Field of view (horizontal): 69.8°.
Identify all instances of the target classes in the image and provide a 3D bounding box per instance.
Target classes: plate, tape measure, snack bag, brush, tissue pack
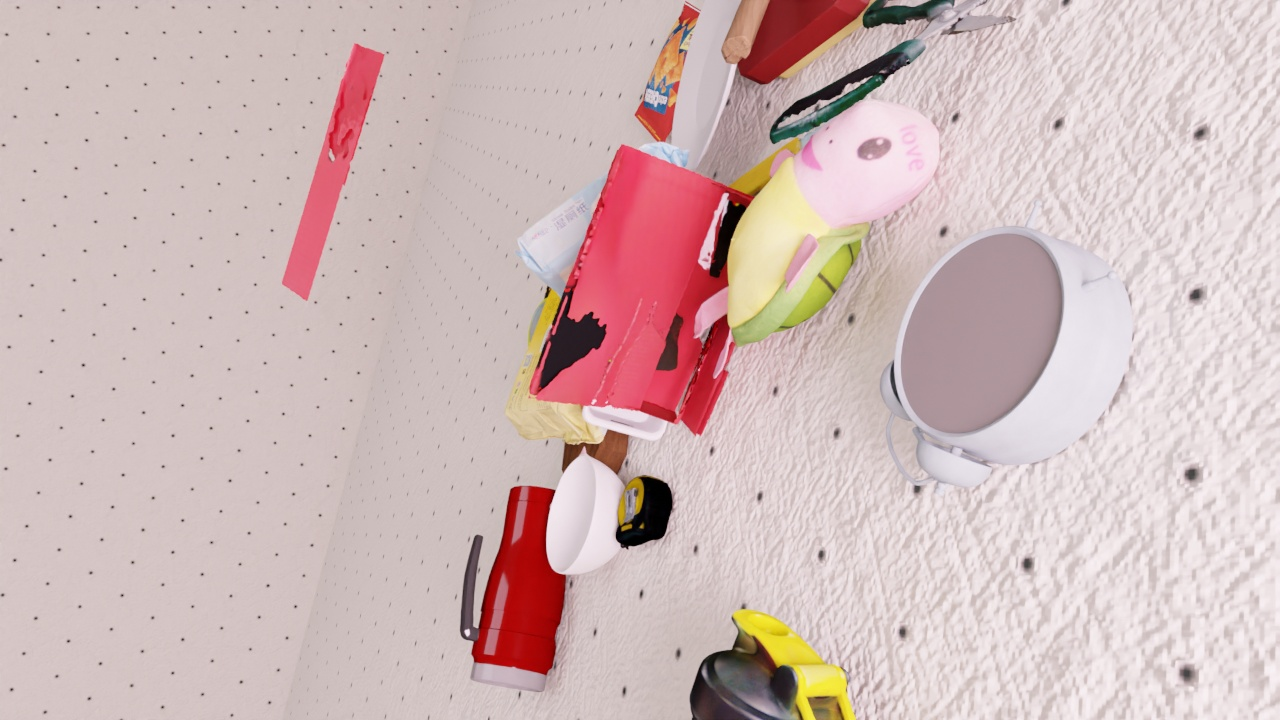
[{"bbox_3d":[0.069,-0.279,0.897,0.209,0.015,0.208,-171,91,-78],"label":"plate"},{"bbox_3d":[-0.052,0.090,0.983,0.132,0.025,0.131,-47,34,46],"label":"plate"},{"bbox_3d":[0.002,0.133,0.823,0.062,0.034,0.061,-35,41,54],"label":"tape measure"},{"bbox_3d":[0.041,-0.327,1.045,0.144,0.039,0.130,-63,26,22],"label":"snack bag"},{"bbox_3d":[0.148,-0.299,0.784,0.174,0.041,0.082,-19,57,62],"label":"brush"},{"bbox_3d":[-0.062,-0.027,0.984,0.160,0.068,0.247,-9,57,60],"label":"snack bag"},{"bbox_3d":[-0.020,-0.126,0.874,0.182,0.112,0.070,-36,61,3],"label":"tissue pack"}]

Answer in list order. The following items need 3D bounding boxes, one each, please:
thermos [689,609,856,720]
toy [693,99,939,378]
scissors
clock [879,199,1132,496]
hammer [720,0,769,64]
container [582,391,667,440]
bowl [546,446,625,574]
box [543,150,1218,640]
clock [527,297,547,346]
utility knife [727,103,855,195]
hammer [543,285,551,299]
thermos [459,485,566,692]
[{"bbox_3d":[0.058,0.268,0.539,0.098,0.098,0.221,33,108,66],"label":"thermos"},{"bbox_3d":[0.113,-0.086,0.660,0.239,0.087,0.189,-53,14,30],"label":"toy"},{"bbox_3d":[0.176,-0.224,0.628,0.202,0.015,0.203,-26,26,22],"label":"scissors"},{"bbox_3d":[0.185,0.000,0.492,0.160,0.045,0.122,-57,27,29],"label":"clock"},{"bbox_3d":[0.116,-0.356,0.785,0.098,0.052,0.327,-43,22,49],"label":"hammer"},{"bbox_3d":[-0.005,0.005,0.878,0.049,0.080,0.129,-178,104,-78],"label":"container"},{"bbox_3d":[-0.045,0.154,0.893,0.115,0.050,0.114,-47,34,46],"label":"bowl"},{"bbox_3d":[0.144,0.005,0.719,0.479,0.170,0.214,30,103,35],"label":"box"},{"bbox_3d":[-0.093,-0.035,1.126,0.119,0.057,0.083,16,89,61],"label":"clock"},{"bbox_3d":[0.118,-0.168,0.792,0.225,0.019,0.030,152,125,-65],"label":"utility knife"},{"bbox_3d":[-0.060,-0.128,1.149,0.321,0.036,0.123,-33,44,59],"label":"hammer"},{"bbox_3d":[-0.130,0.234,0.956,0.084,0.108,0.198,-33,43,58],"label":"thermos"}]
